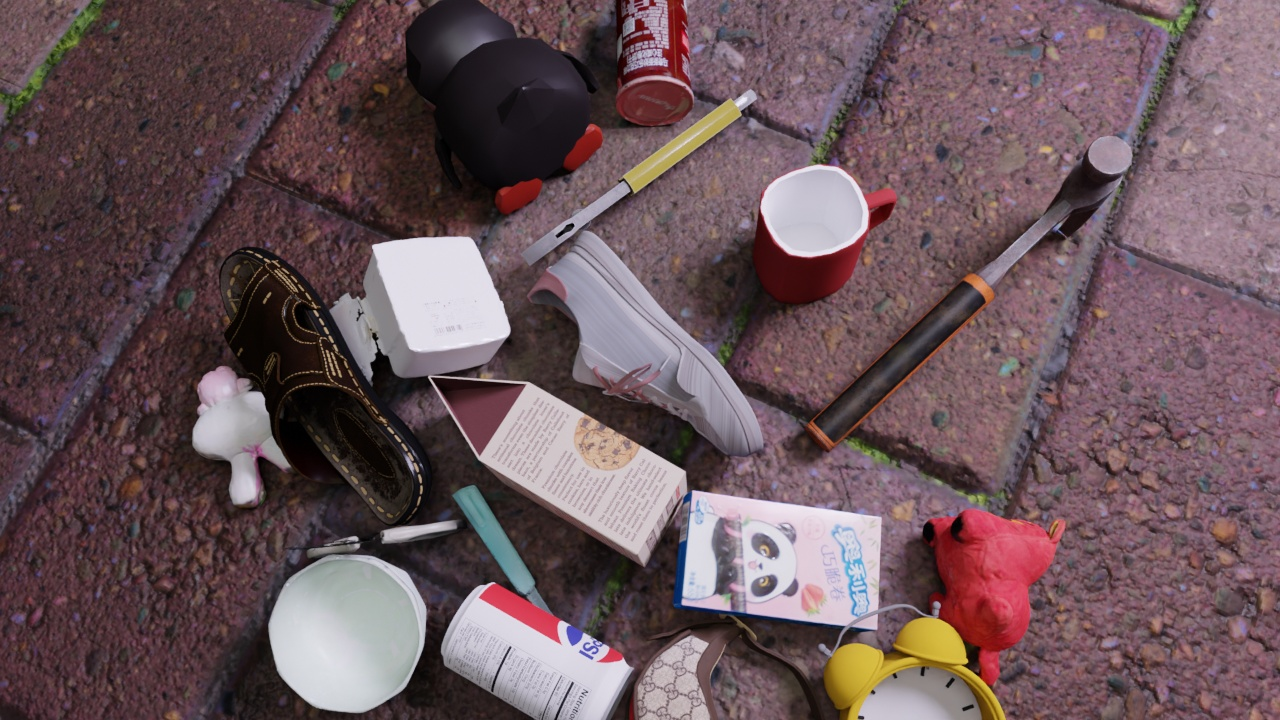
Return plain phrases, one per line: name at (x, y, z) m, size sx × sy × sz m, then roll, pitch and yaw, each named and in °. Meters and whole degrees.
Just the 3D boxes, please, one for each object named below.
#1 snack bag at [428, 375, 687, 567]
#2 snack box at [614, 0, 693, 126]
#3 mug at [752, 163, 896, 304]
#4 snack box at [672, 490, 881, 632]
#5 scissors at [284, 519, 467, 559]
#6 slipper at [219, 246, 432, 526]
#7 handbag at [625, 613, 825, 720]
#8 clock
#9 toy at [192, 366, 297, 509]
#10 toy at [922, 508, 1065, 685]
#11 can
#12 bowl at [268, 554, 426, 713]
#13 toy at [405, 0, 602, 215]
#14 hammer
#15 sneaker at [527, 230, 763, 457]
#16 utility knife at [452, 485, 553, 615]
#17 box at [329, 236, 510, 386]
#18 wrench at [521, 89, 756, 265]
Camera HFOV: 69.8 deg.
snack bag at (-0.070, 0.075, 0.723) m, size 0.206 × 0.094 × 0.069 m, roll 29°, pitch 76°, yaw 12°
snack box at (0.011, -0.288, 0.849) m, size 0.072 × 0.072 × 0.121 m, roll -3°, pitch 71°, yaw 3°
mug at (0.155, -0.108, 0.766) m, size 0.116 × 0.097 × 0.080 m, roll -18°, pitch 72°, yaw -2°
snack box at (0.106, 0.155, 0.703) m, size 0.154 × 0.033 × 0.087 m, roll 9°, pitch 73°, yaw -6°
scissors at (-0.207, 0.136, 0.698) m, size 0.158 × 0.170 × 0.012 m, roll -21°, pitch 75°, yaw 38°
slipper at (-0.267, 0.024, 0.732) m, size 0.268 × 0.075 × 0.113 m, roll 51°, pitch 121°, yaw 10°
handbag at (0.065, 0.271, 0.676) m, size 0.138 × 0.063 × 0.166 m, roll -20°, pitch 66°, yaw -21°
clock at (0.196, 0.254, 0.662) m, size 0.113 × 0.052 × 0.152 m, roll -20°, pitch 84°, yaw -1°
toy at (-0.335, 0.060, 0.776) m, size 0.079 × 0.038 × 0.122 m, roll -31°, pitch 81°, yaw -10°
toy at (0.273, 0.176, 0.682) m, size 0.094 × 0.088 × 0.133 m, roll 0°, pitch 84°, yaw -14°
can at (-0.077, 0.226, 0.687) m, size 0.132 × 0.070 × 0.070 m, roll 26°, pitch 75°, yaw 12°
bowl at (-0.215, 0.201, 0.703) m, size 0.117 × 0.061 × 0.117 m, roll 0°, pitch 90°, yaw 5°
toy at (-0.138, -0.250, 0.809) m, size 0.159 × 0.140 × 0.184 m, roll -38°, pitch 73°, yaw -9°
hammer at (0.258, -0.042, 0.748) m, size 0.314 × 0.137 × 0.035 m, roll -44°, pitch 74°, yaw 4°
sneaker at (-0.004, 0.004, 0.742) m, size 0.089 × 0.099 × 0.236 m, roll -40°, pitch 72°, yaw -7°
utility knife at (-0.108, 0.159, 0.740) m, size 0.022 × 0.015 × 0.141 m, roll -41°, pitch 73°, yaw 13°
box at (-0.211, -0.022, 0.784) m, size 0.151 × 0.132 × 0.107 m, roll -12°, pitch 66°, yaw -34°
wrench at (0.003, -0.165, 0.813) m, size 0.273 × 0.084 × 0.018 m, roll -38°, pitch 99°, yaw -14°
